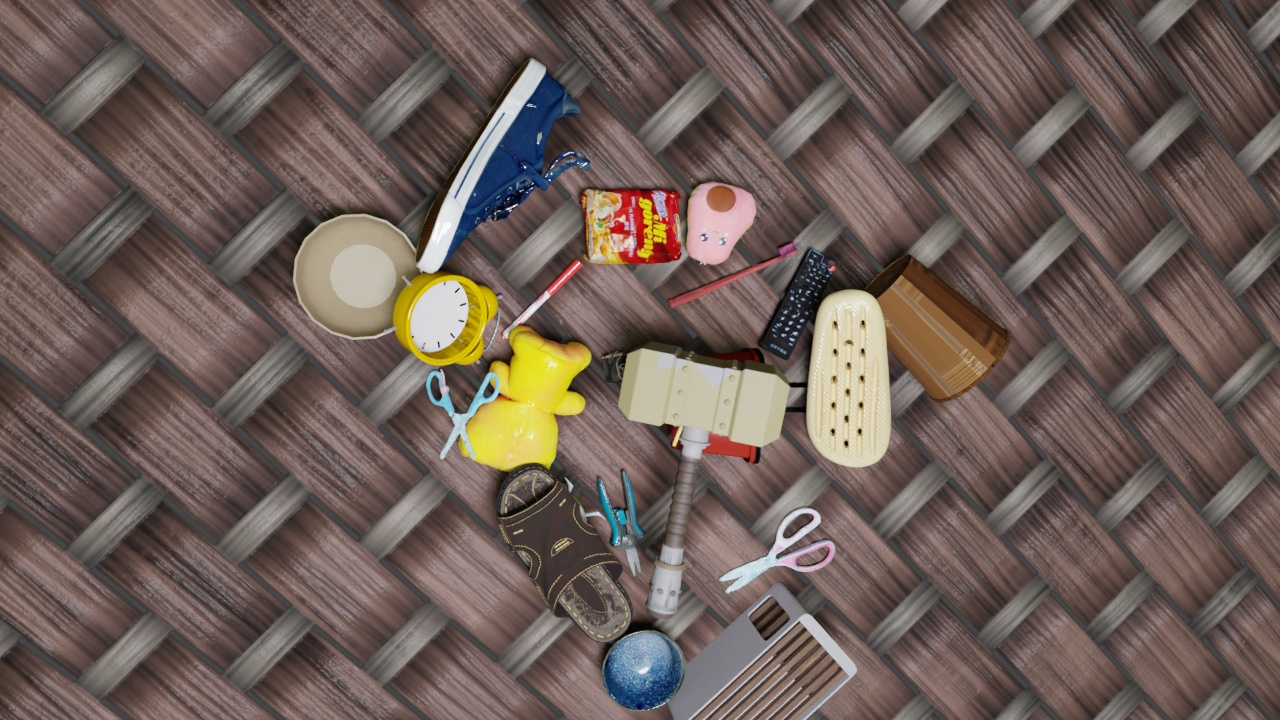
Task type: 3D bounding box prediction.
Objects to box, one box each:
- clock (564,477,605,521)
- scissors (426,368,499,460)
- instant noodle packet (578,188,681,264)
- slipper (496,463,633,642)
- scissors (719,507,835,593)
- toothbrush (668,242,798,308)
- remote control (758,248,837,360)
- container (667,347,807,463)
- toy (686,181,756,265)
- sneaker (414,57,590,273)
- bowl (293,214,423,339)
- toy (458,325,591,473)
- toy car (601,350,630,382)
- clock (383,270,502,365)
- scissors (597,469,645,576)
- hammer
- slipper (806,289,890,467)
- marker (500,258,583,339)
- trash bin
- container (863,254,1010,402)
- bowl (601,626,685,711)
[{"bbox_3d":[-0.118,0.219,1.218,0.119,0.042,0.094,-41,101,-3],"label":"clock"},{"bbox_3d":[-0.220,0.057,1.153,0.134,0.015,0.135,-35,72,20],"label":"scissors"},{"bbox_3d":[-0.012,-0.174,1.187,0.135,0.040,0.098,-2,91,-8],"label":"instant noodle packet"},{"bbox_3d":[-0.093,0.253,1.165,0.113,0.076,0.268,-31,103,-4],"label":"slipper"},{"bbox_3d":[0.182,0.266,1.290,0.179,0.016,0.103,-18,101,-3],"label":"scissors"},{"bbox_3d":[0.124,-0.114,1.228,0.190,0.016,0.016,-24,96,-5],"label":"toothbrush"},{"bbox_3d":[0.212,-0.076,1.245,0.047,0.022,0.150,28,90,-11],"label":"remote control"},{"bbox_3d":[0.140,0.056,1.203,0.201,0.127,0.148,2,97,-3],"label":"container"},{"bbox_3d":[0.100,-0.176,1.197,0.090,0.051,0.110,14,96,-10],"label":"toy"},{"bbox_3d":[-0.162,-0.216,1.118,0.127,0.121,0.294,35,79,-21],"label":"sneaker"},{"bbox_3d":[-0.345,-0.104,1.134,0.152,0.050,0.152,-1,97,-10],"label":"bowl"},{"bbox_3d":[-0.138,0.058,1.170,0.134,0.087,0.194,24,95,-16],"label":"toy"},{"bbox_3d":[-0.007,0.007,1.198,0.092,0.037,0.040,-6,101,25],"label":"toy car"},{"bbox_3d":[-0.237,-0.051,1.137,0.151,0.052,0.113,14,97,-48],"label":"clock"},{"bbox_3d":[-0.028,0.219,1.244,0.142,0.019,0.127,33,85,-18],"label":"scissors"},{"bbox_3d":[0.054,0.154,1.109,0.190,0.100,0.325,11,98,6],"label":"hammer"},{"bbox_3d":[0.279,0.019,1.237,0.111,0.079,0.262,-1,116,10],"label":"slipper"},{"bbox_3d":[-0.129,-0.079,1.193,0.142,0.013,0.013,-45,102,-1],"label":"marker"},{"bbox_3d":[0.158,0.436,1.254,0.229,0.114,0.114,-42,102,-2],"label":"trash bin"},{"bbox_3d":[0.382,-0.048,1.227,0.167,0.132,0.132,42,89,-6],"label":"container"},{"bbox_3d":[-0.001,0.411,1.253,0.114,0.061,0.114,-2,98,-11],"label":"bowl"}]
